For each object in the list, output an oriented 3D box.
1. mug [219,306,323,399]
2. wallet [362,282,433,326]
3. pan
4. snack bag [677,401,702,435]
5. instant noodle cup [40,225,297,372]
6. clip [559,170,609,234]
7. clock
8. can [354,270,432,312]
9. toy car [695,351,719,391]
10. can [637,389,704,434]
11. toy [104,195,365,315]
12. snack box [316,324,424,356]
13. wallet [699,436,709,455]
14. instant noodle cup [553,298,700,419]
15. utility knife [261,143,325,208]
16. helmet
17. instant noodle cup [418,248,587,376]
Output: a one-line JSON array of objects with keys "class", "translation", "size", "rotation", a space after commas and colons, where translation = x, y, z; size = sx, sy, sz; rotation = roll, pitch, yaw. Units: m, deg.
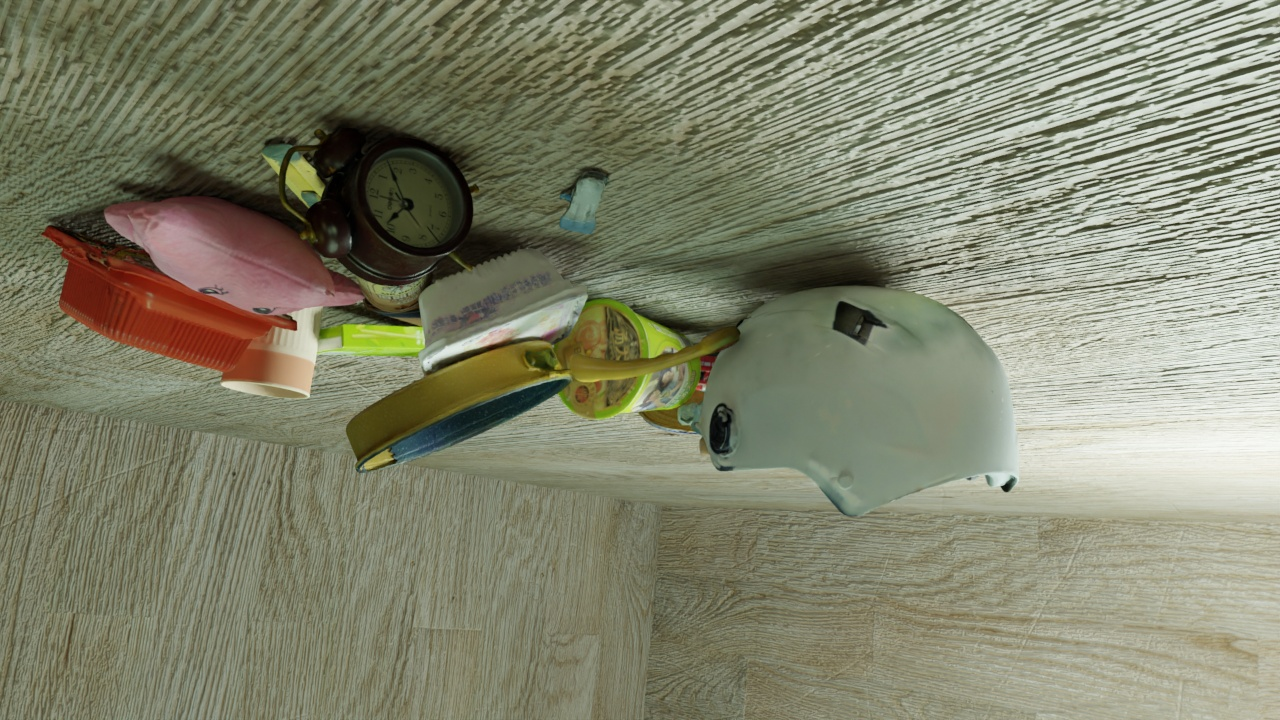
[{"class": "mug", "translation": [-0.378, -0.022, 0.915], "size": [0.114, 0.105, 0.082], "rotation": [4, 167, 10]}, {"class": "wallet", "translation": [-0.196, -0.048, 0.890], "size": [0.090, 0.033, 0.115], "rotation": [1, 168, 33]}, {"class": "pan", "translation": [-0.085, 0.024, 0.760], "size": [0.358, 0.078, 0.197], "rotation": [-27, 174, 24]}, {"class": "snack bag", "translation": [0.133, 0.042, 0.914], "size": [0.190, 0.039, 0.110], "rotation": [-19, -151, -30]}, {"class": "instant noodle cup", "translation": [-0.415, -0.051, 0.795], "size": [0.189, 0.079, 0.164], "rotation": [20, 176, 37]}, {"class": "clip", "translation": [-0.035, -0.104, 0.589], "size": [0.027, 0.045, 0.058], "rotation": [12, 157, -15]}, {"class": "clock", "translation": [-0.157, -0.093, 0.553], "size": [0.121, 0.082, 0.055], "rotation": [14, 161, -36]}, {"class": "can", "translation": [-0.187, -0.077, 0.689], "size": [0.058, 0.058, 0.116], "rotation": [8, 168, -9]}, {"class": "toy car", "translation": [0.072, 0.010, 0.993], "size": [0.120, 0.045, 0.053], "rotation": [3, 169, 2]}, {"class": "can", "translation": [0.067, 0.054, 1.126], "size": [0.148, 0.074, 0.049], "rotation": [4, 170, 6]}, {"class": "toy", "translation": [-0.298, -0.077, 0.688], "size": [0.179, 0.074, 0.194], "rotation": [17, 176, 28]}, {"class": "snack box", "translation": [-0.267, -0.020, 0.989], "size": [0.156, 0.026, 0.086], "rotation": [1, 175, -43]}, {"class": "wallet", "translation": [0.120, 0.067, 0.928], "size": [0.101, 0.020, 0.115], "rotation": [3, -155, 16]}, {"class": "instant noodle cup", "translation": [-0.005, 0.005, 0.886], "size": [0.112, 0.111, 0.123], "rotation": [-3, 172, 34]}, {"class": "utility knife", "translation": [-0.226, -0.114, 0.657], "size": [0.031, 0.020, 0.188], "rotation": [11, 172, 3]}, {"class": "helmet", "translation": [0.163, 0.013, 0.714], "size": [0.228, 0.146, 0.259], "rotation": [0, -169, -29]}, {"class": "instant noodle cup", "translation": [-0.122, -0.036, 0.755], "size": [0.138, 0.060, 0.174], "rotation": [-23, 175, -14]}]
